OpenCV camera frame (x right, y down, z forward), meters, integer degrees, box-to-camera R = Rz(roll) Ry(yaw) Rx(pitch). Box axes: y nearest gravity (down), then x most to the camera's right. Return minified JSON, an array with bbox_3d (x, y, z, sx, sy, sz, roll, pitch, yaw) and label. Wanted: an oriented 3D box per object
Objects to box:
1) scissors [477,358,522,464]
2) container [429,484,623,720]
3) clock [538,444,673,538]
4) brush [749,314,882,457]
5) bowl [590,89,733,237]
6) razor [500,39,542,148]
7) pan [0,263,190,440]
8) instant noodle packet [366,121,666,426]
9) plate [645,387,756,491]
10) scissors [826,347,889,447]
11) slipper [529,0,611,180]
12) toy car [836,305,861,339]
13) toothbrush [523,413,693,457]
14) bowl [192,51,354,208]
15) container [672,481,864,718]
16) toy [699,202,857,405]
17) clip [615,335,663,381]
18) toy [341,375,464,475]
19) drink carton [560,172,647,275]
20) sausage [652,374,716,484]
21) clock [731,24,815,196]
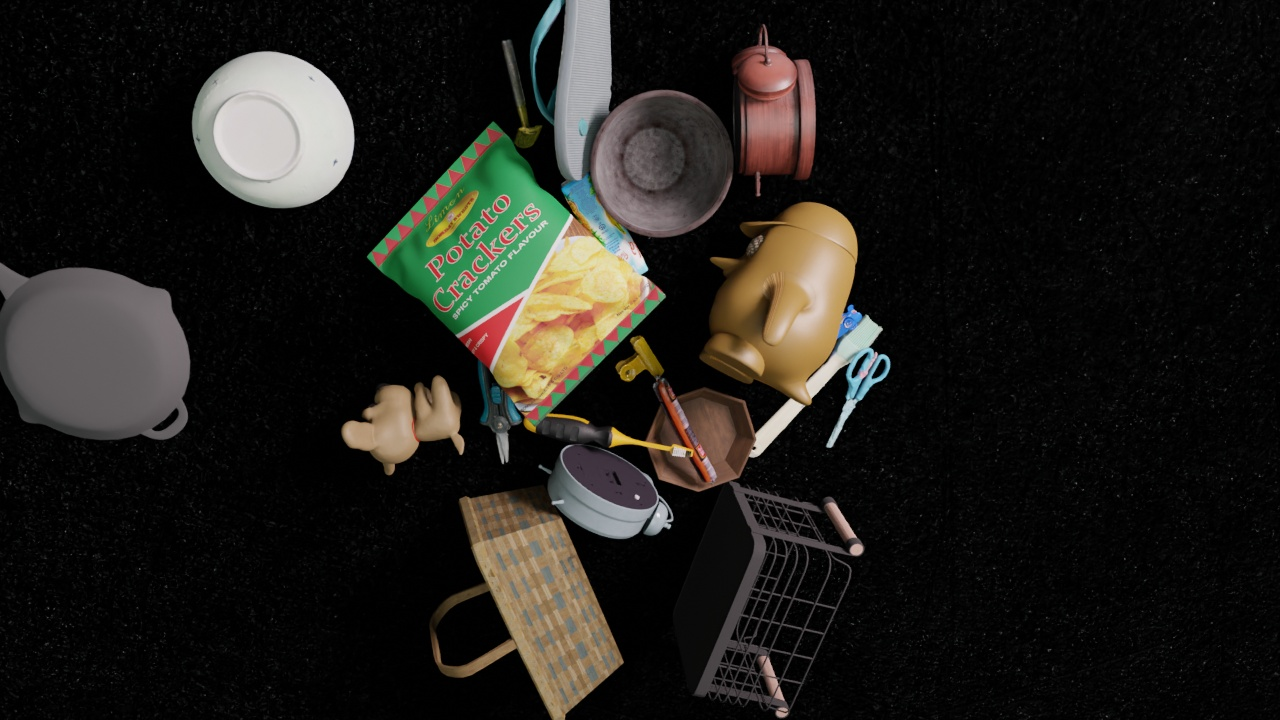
[{"bbox_3d":[-0.166,0.045,1.039,0.137,0.019,0.129,43,108,-10],"label":"scissors"},{"bbox_3d":[-0.150,0.284,1.052,0.186,0.157,0.250,-24,110,-10],"label":"container"},{"bbox_3d":[-0.033,0.150,1.038,0.159,0.122,0.045,20,109,-27],"label":"clock"},{"bbox_3d":[0.200,0.034,1.083,0.033,0.012,0.218,38,102,-17],"label":"brush"},{"bbox_3d":[0.018,-0.206,0.950,0.145,0.067,0.145,-2,108,-6],"label":"bowl"},{"bbox_3d":[-0.124,-0.271,0.922,0.026,0.042,0.106,-12,87,-15],"label":"razor"},{"bbox_3d":[-0.621,-0.046,0.951,0.216,0.024,0.354,-39,108,7],"label":"pan"},{"bbox_3d":[-0.131,-0.087,0.954,0.196,0.090,0.252,-45,90,8],"label":"instant noodle packet"},{"bbox_3d":[0.069,0.090,1.077,0.131,0.025,0.131,-2,109,-6],"label":"plate"},{"bbox_3d":[0.253,0.047,1.092,0.063,0.015,0.139,6,120,-32],"label":"scissors"},{"bbox_3d":[-0.067,-0.315,0.903,0.055,0.098,0.269,12,108,24],"label":"slipper"},{"bbox_3d":[0.215,-0.054,1.049,0.092,0.033,0.062,-38,76,15],"label":"toy car"},{"bbox_3d":[-0.037,0.087,1.045,0.197,0.030,0.031,11,104,3],"label":"toothbrush"},{"bbox_3d":[-0.365,-0.222,0.898,0.153,0.072,0.153,-2,108,-5],"label":"bowl"},{"bbox_3d":[0.141,0.275,1.072,0.130,0.162,0.242,16,107,-12],"label":"container"},{"bbox_3d":[0.149,-0.077,0.975,0.162,0.199,0.203,27,84,3],"label":"toy"},{"bbox_3d":[-0.004,0.006,1.036,0.047,0.039,0.053,-33,110,-3],"label":"clip"},{"bbox_3d":[-0.251,0.068,1.000,0.108,0.134,0.105,-17,67,-1],"label":"toy"},{"bbox_3d":[-0.037,-0.140,0.978,0.038,0.044,0.129,-32,108,4],"label":"drink carton"},{"bbox_3d":[0.050,0.082,1.047,0.020,0.020,0.155,-27,109,2],"label":"sausage"},{"bbox_3d":[0.131,-0.255,0.922,0.072,0.120,0.158,-3,117,2],"label":"clock"}]
